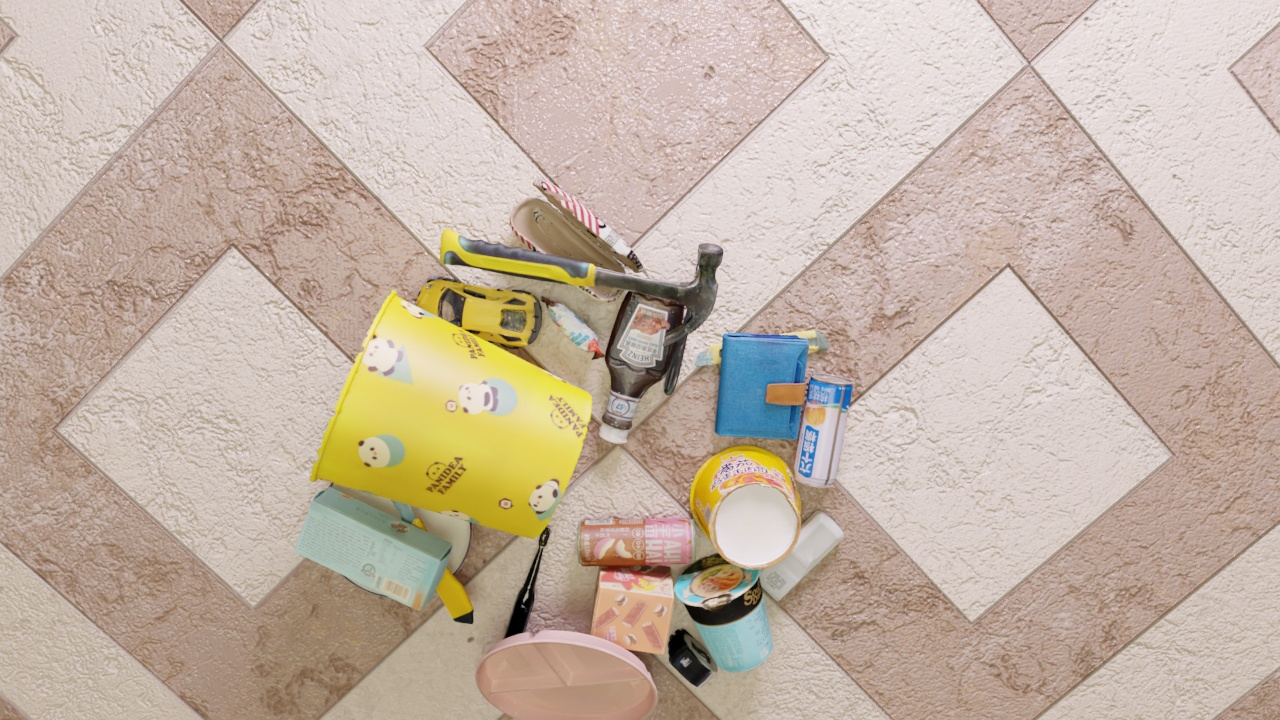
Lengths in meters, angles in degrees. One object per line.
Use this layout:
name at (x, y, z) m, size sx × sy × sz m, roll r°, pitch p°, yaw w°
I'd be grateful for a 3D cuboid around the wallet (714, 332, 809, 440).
wallet at (0.148, 0.033, 1.121) m, size 0.106 × 0.040 × 0.133 m, roll 3°, pitch 112°, yaw 0°

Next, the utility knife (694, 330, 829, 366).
utility knife at (0.148, -0.014, 1.133) m, size 0.167 × 0.018 × 0.031 m, roll -8°, pitch 95°, yaw 6°

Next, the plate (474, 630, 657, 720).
plate at (-0.092, 0.403, 1.151) m, size 0.229 × 0.028 × 0.230 m, roll 4°, pitch 133°, yaw 4°

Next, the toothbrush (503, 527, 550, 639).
toothbrush at (-0.150, 0.314, 1.185) m, size 0.026 × 0.027 × 0.213 m, roll 18°, pitch 101°, yaw 3°

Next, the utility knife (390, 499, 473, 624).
utility knife at (-0.259, 0.238, 1.134) m, size 0.033 × 0.015 × 0.209 m, roll -24°, pitch 100°, yaw 10°

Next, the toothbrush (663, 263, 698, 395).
toothbrush at (0.056, -0.042, 1.124) m, size 0.015 × 0.018 × 0.181 m, roll 13°, pitch 102°, yaw -8°

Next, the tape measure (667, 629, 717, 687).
tape measure at (0.067, 0.385, 1.181) m, size 0.066 × 0.065 × 0.033 m, roll 44°, pitch 96°, yaw -7°

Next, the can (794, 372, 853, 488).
can at (0.224, 0.086, 1.130) m, size 0.053 × 0.053 × 0.135 m, roll 7°, pitch 101°, yaw -2°

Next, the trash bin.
trash bin at (-0.207, 0.074, 1.045) m, size 0.255 × 0.229 × 0.230 m, roll 23°, pitch 100°, yaw -11°

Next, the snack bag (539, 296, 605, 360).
snack bag at (-0.082, -0.041, 1.109) m, size 0.026 × 0.045 × 0.105 m, roll -45°, pitch 99°, yaw -6°

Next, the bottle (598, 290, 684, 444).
bottle at (-0.007, 0.007, 1.119) m, size 0.080 × 0.044 × 0.195 m, roll 17°, pitch 101°, yaw -5°

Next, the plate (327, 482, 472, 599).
plate at (-0.305, 0.204, 1.157) m, size 0.192 × 0.039 × 0.192 m, roll 0°, pitch 101°, yaw 0°

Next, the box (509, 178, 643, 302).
box at (-0.079, -0.135, 1.077) m, size 0.162 × 0.076 × 0.088 m, roll 37°, pitch 94°, yaw -10°

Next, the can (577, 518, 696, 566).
can at (-0.005, 0.228, 1.154) m, size 0.147 × 0.058 × 0.058 m, roll -1°, pitch 101°, yaw 0°

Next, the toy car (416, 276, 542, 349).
toy car at (-0.195, -0.057, 1.107) m, size 0.156 × 0.041 × 0.071 m, roll 11°, pitch 100°, yaw -1°

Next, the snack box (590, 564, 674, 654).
snack box at (-0.011, 0.306, 1.151) m, size 0.094 × 0.092 × 0.077 m, roll 9°, pitch 101°, yaw -2°

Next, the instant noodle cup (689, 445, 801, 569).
instant noodle cup at (0.133, 0.183, 1.120) m, size 0.138 × 0.109 × 0.138 m, roll 0°, pitch 100°, yaw -1°

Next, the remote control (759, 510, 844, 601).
remote control at (0.203, 0.250, 1.177) m, size 0.049 × 0.024 × 0.125 m, roll 42°, pitch 98°, yaw -7°

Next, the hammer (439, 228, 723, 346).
hammer at (-0.073, -0.097, 1.050) m, size 0.323 × 0.031 × 0.126 m, roll 11°, pitch 118°, yaw 6°

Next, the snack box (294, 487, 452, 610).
snack box at (-0.320, 0.225, 1.104) m, size 0.175 × 0.051 × 0.074 m, roll 25°, pitch 105°, yaw 1°

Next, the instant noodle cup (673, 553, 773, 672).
instant noodle cup at (0.113, 0.322, 1.154) m, size 0.111 × 0.111 × 0.120 m, roll -18°, pitch 108°, yaw 3°
